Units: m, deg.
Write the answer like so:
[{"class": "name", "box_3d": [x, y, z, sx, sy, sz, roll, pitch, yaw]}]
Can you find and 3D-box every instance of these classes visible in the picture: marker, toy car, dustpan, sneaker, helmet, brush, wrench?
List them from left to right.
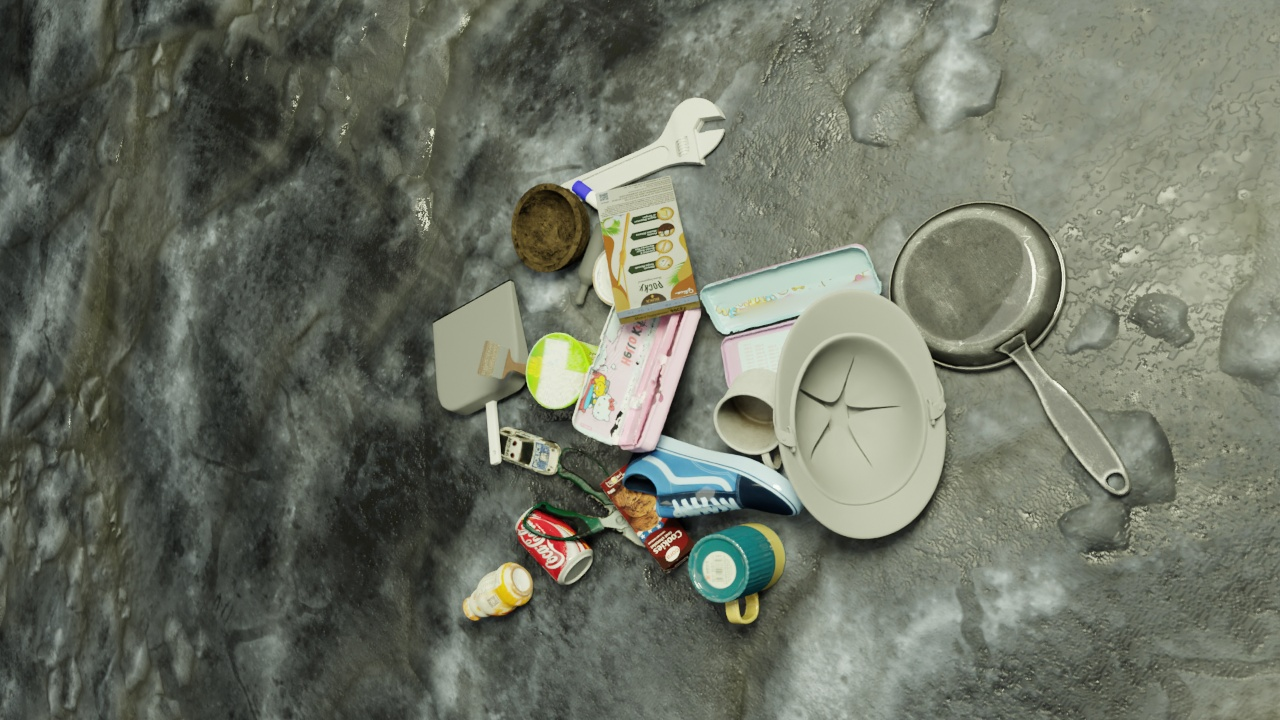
[{"class": "dustpan", "box_3d": [-0.229, 0.028, 1.337, 0.163, 0.033, 0.257, -25, 60, 28]}, {"class": "brush", "box_3d": [-0.171, 0.010, 1.251, 0.008, 0.143, 0.045, 11, 84, 30]}, {"class": "toy car", "box_3d": [-0.162, 0.128, 1.299, 0.113, 0.040, 0.048, 14, 96, 30]}, {"class": "marker", "box_3d": [-0.037, -0.199, 1.244, 0.141, 0.020, 0.020, 39, 107, 20]}, {"class": "wrench", "box_3d": [-0.008, -0.274, 1.240, 0.274, 0.018, 0.086, -16, 80, 31]}, {"class": "sneaker", "box_3d": [0.080, 0.165, 1.108, 0.242, 0.083, 0.098, 13, 59, 38]}, {"class": "helmet", "box_3d": [0.229, 0.054, 1.024, 0.183, 0.117, 0.271, -11, 98, -2]}]

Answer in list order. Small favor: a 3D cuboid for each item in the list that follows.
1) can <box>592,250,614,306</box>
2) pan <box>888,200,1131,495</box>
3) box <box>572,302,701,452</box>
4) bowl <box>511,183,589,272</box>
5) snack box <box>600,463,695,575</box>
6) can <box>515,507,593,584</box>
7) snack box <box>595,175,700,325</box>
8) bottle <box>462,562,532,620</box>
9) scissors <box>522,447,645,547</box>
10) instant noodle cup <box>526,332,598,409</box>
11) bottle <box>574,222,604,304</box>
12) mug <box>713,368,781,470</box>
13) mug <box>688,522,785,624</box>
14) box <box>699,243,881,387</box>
[{"class": "can", "box_3d": [-0.018, -0.112, 1.223, 0.086, 0.043, 0.086, -1, 89, 32]}, {"class": "pan", "box_3d": [0.398, -0.014, 0.970, 0.188, 0.055, 0.356, -38, 65, 24]}, {"class": "box", "box_3d": [-0.009, 0.006, 1.141, 0.087, 0.102, 0.201, -19, 49, 68]}, {"class": "bowl", "box_3d": [-0.116, -0.182, 1.276, 0.121, 0.056, 0.121, 2, 94, 32]}, {"class": "snack box", "box_3d": [0.010, 0.202, 1.184, 0.051, 0.032, 0.141, -36, 67, -8]}, {"class": "can", "box_3d": [-0.119, 0.250, 1.253, 0.105, 0.064, 0.064, 41, 108, 26]}, {"class": "snack box", "box_3d": [0.007, -0.142, 1.162, 0.101, 0.032, 0.185, -13, 61, 5]}, {"class": "bottle", "box_3d": [-0.205, 0.333, 1.303, 0.109, 0.063, 0.063, -36, 70, 28]}, {"class": "scissors", "box_3d": [-0.046, 0.184, 1.230, 0.210, 0.015, 0.146, 8, 63, 13]}, {"class": "instant noodle cup", "box_3d": [-0.081, 0.016, 1.216, 0.099, 0.107, 0.099, -2, 86, 31]}, {"class": "bottle", "box_3d": [-0.066, -0.130, 1.260, 0.030, 0.030, 0.113, 27, 101, 29]}, {"class": "mug", "box_3d": [0.143, 0.071, 1.093, 0.084, 0.070, 0.113, -18, 109, 32]}, {"class": "mug", "box_3d": [0.117, 0.254, 1.086, 0.083, 0.107, 0.113, -8, 84, 29]}, {"class": "box", "box_3d": [0.186, -0.048, 1.093, 0.215, 0.048, 0.150, -13, 101, 30]}]
